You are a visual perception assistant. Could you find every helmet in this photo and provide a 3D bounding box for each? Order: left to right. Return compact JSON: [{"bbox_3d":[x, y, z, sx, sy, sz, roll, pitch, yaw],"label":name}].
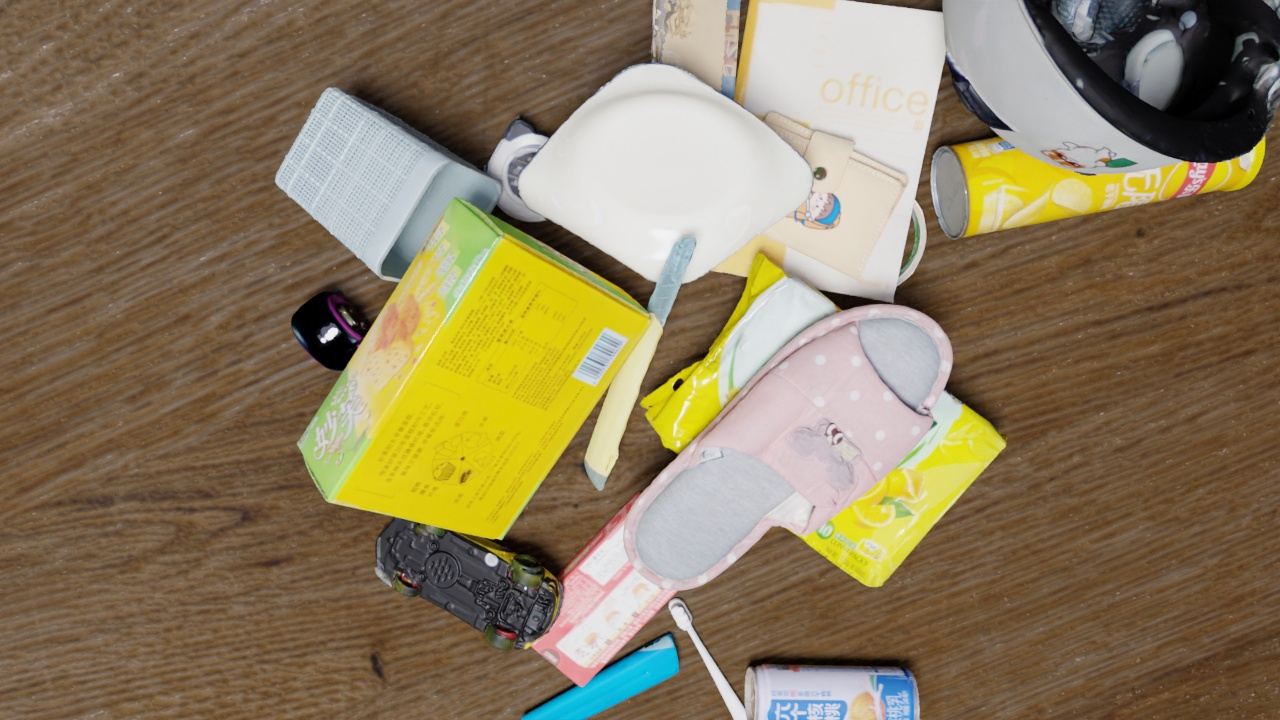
[{"bbox_3d":[0.286,-0.231,0.588,0.230,0.157,0.273,19,76,-15],"label":"helmet"}]

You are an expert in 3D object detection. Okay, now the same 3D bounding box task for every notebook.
[{"bbox_3d":[0.134,-0.156,0.672,0.146,0.010,0.206,11,102,8],"label":"notebook"}]

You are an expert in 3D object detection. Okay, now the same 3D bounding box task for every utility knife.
[{"bbox_3d":[-0.064,0.292,0.767,0.218,0.018,0.034,-28,103,2],"label":"utility knife"},{"bbox_3d":[-0.004,0.004,0.689,0.031,0.022,0.216,34,120,28],"label":"utility knife"}]

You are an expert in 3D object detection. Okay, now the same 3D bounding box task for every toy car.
[{"bbox_3d":[-0.135,0.168,0.723,0.156,0.041,0.071,24,99,10],"label":"toy car"}]

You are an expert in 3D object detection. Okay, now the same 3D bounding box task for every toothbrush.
[{"bbox_3d":[0.070,0.276,0.771,0.016,0.016,0.180,-28,102,6],"label":"toothbrush"}]

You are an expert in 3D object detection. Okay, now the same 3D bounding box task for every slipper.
[{"bbox_3d":[0.100,0.066,0.639,0.275,0.054,0.114,-40,101,9],"label":"slipper"}]

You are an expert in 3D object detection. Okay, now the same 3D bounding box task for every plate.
[{"bbox_3d":[0.017,-0.128,0.628,0.164,0.034,0.164,29,138,-29],"label":"plate"}]

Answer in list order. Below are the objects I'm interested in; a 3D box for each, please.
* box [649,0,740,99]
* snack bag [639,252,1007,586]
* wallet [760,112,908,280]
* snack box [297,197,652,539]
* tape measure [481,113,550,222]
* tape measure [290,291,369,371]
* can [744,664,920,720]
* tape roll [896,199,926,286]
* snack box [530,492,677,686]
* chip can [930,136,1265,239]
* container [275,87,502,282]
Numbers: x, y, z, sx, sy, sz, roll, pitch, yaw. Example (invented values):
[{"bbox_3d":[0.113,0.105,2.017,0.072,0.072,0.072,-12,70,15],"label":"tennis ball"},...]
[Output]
[{"bbox_3d":[0.038,-0.261,0.619,0.062,0.089,0.184,4,105,1],"label":"box"},{"bbox_3d":[0.139,0.051,0.699,0.246,0.068,0.158,36,101,-10],"label":"snack bag"},{"bbox_3d":[0.125,-0.121,0.662,0.115,0.024,0.087,26,102,6],"label":"wallet"},{"bbox_3d":[-0.113,0.014,0.642,0.157,0.070,0.210,26,103,-46],"label":"snack box"},{"bbox_3d":[-0.079,-0.134,0.670,0.066,0.033,0.066,33,96,-7],"label":"tape measure"},{"bbox_3d":[-0.224,-0.023,0.675,0.039,0.058,0.057,-38,98,5],"label":"tape measure"},{"bbox_3d":[0.156,0.279,0.757,0.134,0.053,0.053,2,102,-3],"label":"can"},{"bbox_3d":[0.173,-0.094,0.698,0.086,0.014,0.086,0,102,-2],"label":"tape roll"},{"bbox_3d":[-0.024,0.186,0.744,0.075,0.025,0.153,42,97,-10],"label":"snack box"},{"bbox_3d":[0.327,-0.141,0.667,0.213,0.072,0.072,-10,102,1],"label":"chip can"},{"bbox_3d":[-0.174,-0.120,0.628,0.111,0.090,0.090,37,99,14],"label":"container"}]
